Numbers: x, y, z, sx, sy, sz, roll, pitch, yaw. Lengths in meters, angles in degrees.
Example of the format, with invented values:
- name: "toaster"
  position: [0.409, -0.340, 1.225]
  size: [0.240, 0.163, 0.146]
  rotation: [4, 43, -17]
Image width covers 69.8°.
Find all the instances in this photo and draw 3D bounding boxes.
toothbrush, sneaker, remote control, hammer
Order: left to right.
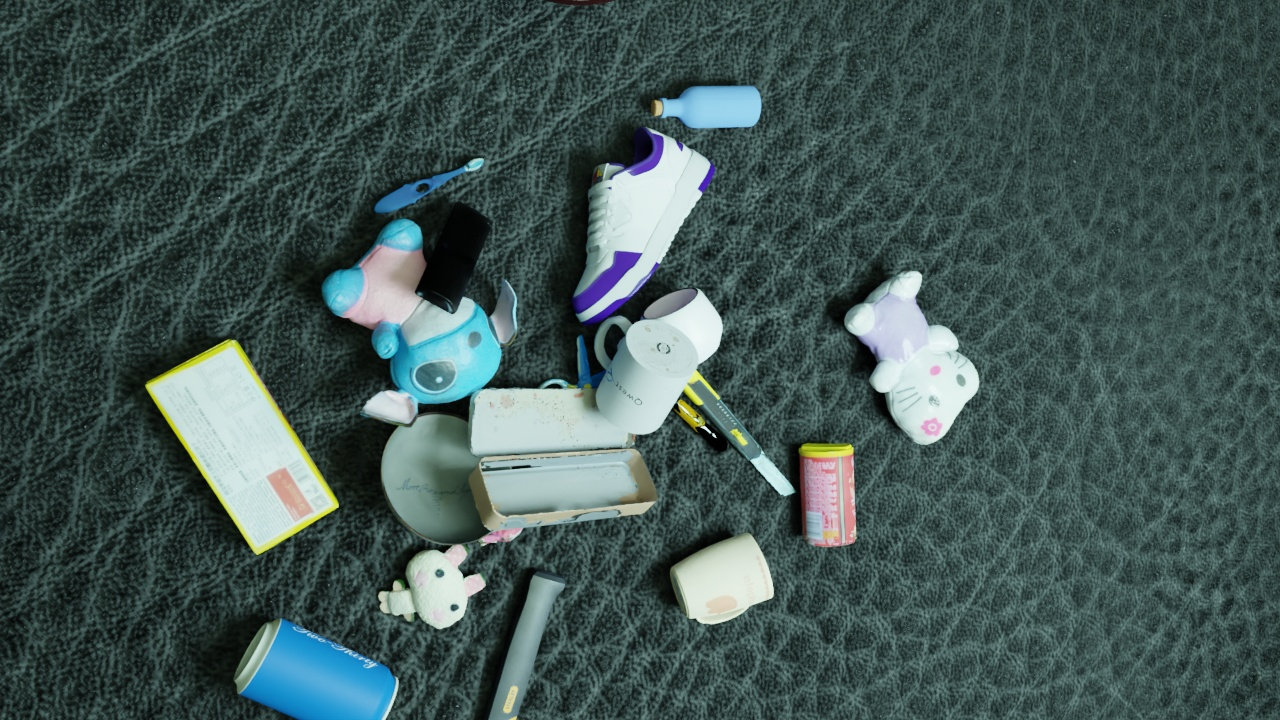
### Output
- name: "toothbrush"
  position: [-0.227, -0.190, 0.991]
  size: [0.132, 0.016, 0.021]
  rotation: [-30, 101, -18]
- name: "remote control"
  position: [-0.189, -0.110, 0.946]
  size: [0.045, 0.021, 0.140]
  rotation: [30, 45, -20]
- name: "hammer"
  position: [-0.148, 0.390, 1.030]
  size: [0.139, 0.035, 0.312]
  rotation: [20, 84, -19]
- name: "sneaker"
  position: [-0.021, -0.161, 1.034]
  size: [0.111, 0.092, 0.243]
  rotation: [37, 75, -16]

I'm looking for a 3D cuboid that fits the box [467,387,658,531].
- name: "box"
  position: [-0.084, 0.103, 1.003]
  size: [0.216, 0.071, 0.156]
  rotation: [0, 82, -38]

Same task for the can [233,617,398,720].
- name: "can"
  position: [-0.329, 0.326, 0.933]
  size: [0.146, 0.079, 0.079]
  rotation: [33, 80, -19]

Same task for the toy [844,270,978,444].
- name: "toy"
  position: [0.344, 0.000, 1.180]
  size: [0.137, 0.086, 0.209]
  rotation: [-37, 102, -14]

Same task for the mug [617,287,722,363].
- name: "mug"
  position: [0.034, -0.026, 1.061]
  size: [0.124, 0.090, 0.076]
  rotation: [-27, 112, 0]

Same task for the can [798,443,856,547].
- name: "can"
  position: [0.235, 0.167, 1.151]
  size: [0.066, 0.067, 0.124]
  rotation: [-4, 93, -21]

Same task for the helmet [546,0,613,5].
- name: "helmet"
  position: [-0.067, -0.487, 0.924]
  size: [0.231, 0.236, 0.314]
  rotation: [-21, 85, 4]

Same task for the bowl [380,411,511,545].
- name: "bowl"
  position: [-0.212, 0.133, 0.970]
  size: [0.150, 0.057, 0.150]
  rotation: [21, 48, -25]

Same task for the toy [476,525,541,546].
- name: "toy"
  position: [-0.145, 0.175, 1.016]
  size: [0.102, 0.065, 0.050]
  rotation: [-23, 131, -22]

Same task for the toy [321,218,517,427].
- name: "toy"
  position: [-0.235, -0.034, 0.946]
  size: [0.191, 0.099, 0.223]
  rotation: [48, 55, -9]

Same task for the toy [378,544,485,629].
- name: "toy"
  position: [-0.223, 0.247, 0.991]
  size: [0.112, 0.050, 0.087]
  rotation: [-22, 99, -25]

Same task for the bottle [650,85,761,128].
- name: "bottle"
  position: [0.075, -0.300, 1.086]
  size: [0.131, 0.048, 0.048]
  rotation: [-7, 94, -21]

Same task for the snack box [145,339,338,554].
- name: "snack box"
  position: [-0.397, 0.086, 0.920]
  size: [0.092, 0.042, 0.200]
  rotation: [-32, 102, -17]

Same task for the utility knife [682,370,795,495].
- name: "utility knife"
  position: [0.117, 0.088, 1.131]
  size: [0.028, 0.020, 0.233]
  rotation: [-46, 107, -12]

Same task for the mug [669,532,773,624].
- name: "mug"
  position: [0.095, 0.272, 1.100]
  size: [0.104, 0.085, 0.112]
  rotation: [-16, 126, -11]

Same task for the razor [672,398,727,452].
- name: "razor"
  position: [0.055, 0.064, 1.102]
  size: [0.144, 0.021, 0.044]
  rotation: [43, 55, -22]

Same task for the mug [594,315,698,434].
- name: "mug"
  position: [-0.006, 0.006, 1.009]
  size: [0.082, 0.097, 0.119]
  rotation: [-26, 65, -42]

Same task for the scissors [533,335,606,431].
- name: "scissors"
  position: [-0.068, 0.033, 1.062]
  size: [0.130, 0.014, 0.125]
  rotation: [-8, 95, -24]
